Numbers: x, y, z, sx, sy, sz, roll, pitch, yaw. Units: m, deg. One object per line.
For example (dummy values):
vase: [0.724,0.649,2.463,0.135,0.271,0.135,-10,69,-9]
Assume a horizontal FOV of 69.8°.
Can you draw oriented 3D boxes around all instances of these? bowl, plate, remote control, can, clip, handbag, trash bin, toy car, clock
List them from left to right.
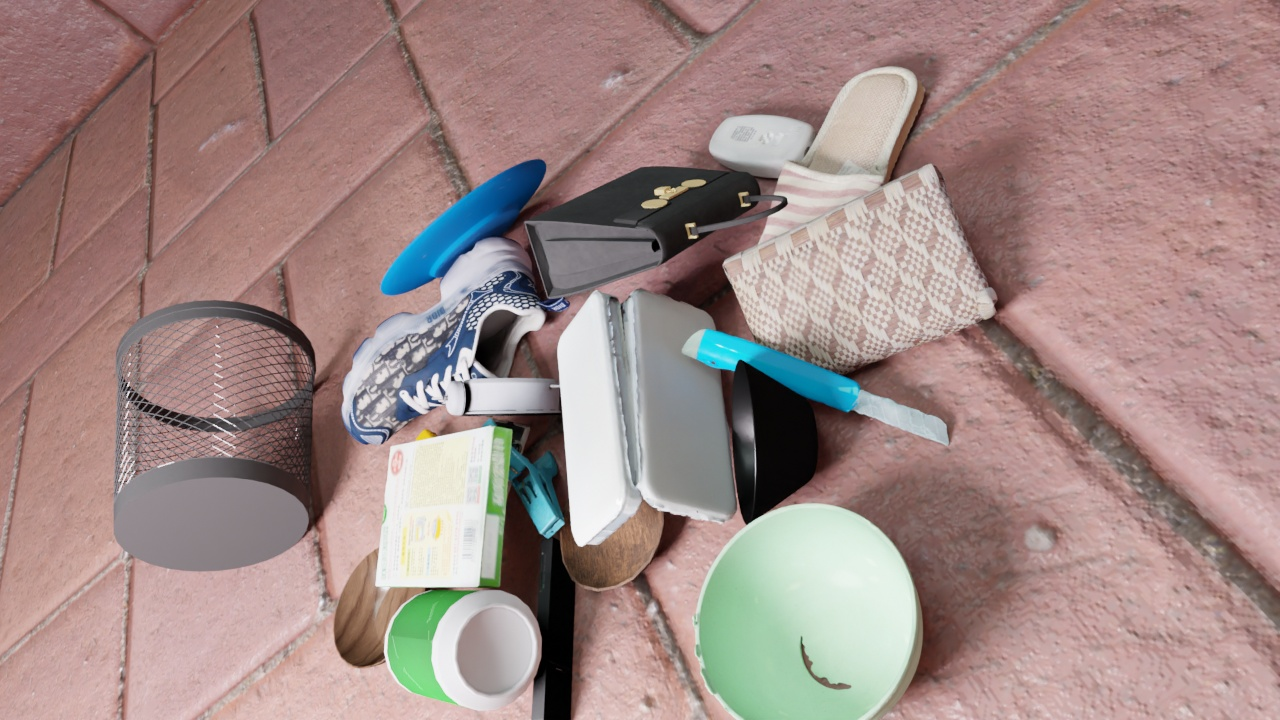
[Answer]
trash bin: [-0.476,0.089,1.033,0.218,0.217,0.227,-32,51,17]
bowl: [-0.237,0.235,0.871,0.119,0.032,0.119,-20,51,27]
can: [-0.145,0.229,0.737,0.140,0.087,0.087,-20,48,54]
plate: [-0.183,-0.135,0.995,0.224,0.024,0.224,-39,1,1]
toy car: [-0.137,0.113,0.870,0.039,0.039,0.113,10,68,14]
clock: [-0.134,0.035,0.864,0.122,0.094,0.035,0,87,-3]
clip: [-0.096,0.103,0.825,0.033,0.120,0.122,-44,76,7]
remote control: [-0.070,0.220,0.748,0.013,0.034,0.149,-20,51,27]
bowl: [-0.019,0.140,0.766,0.102,0.026,0.114,-25,50,22]
handbag: [0.035,-0.123,0.800,0.196,0.072,0.175,0,25,39]
remote control: [0.117,-0.209,0.890,0.114,0.028,0.060,20,76,44]
bowl: [0.102,0.060,0.688,0.052,0.124,0.123,-2,55,-1]
bowl: [0.118,0.176,0.599,0.151,0.077,0.150,-20,51,27]
handbag: [0.166,-0.058,0.714,0.186,0.047,0.124,-24,81,24]

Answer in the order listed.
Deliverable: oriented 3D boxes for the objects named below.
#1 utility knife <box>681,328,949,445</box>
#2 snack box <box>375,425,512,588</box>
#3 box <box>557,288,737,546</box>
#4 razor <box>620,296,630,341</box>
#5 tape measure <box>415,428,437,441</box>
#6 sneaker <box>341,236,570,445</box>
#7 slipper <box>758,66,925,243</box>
utility knife: [0.129,0.018,0.700,0.220,0.015,0.031,23,106,28]
snack box: [-0.175,0.132,0.805,0.168,0.027,0.131,-13,69,44]
box: [-0.003,0.052,0.762,0.105,0.129,0.210,-46,36,46]
razor: [-0.005,0.005,0.840,0.088,0.047,0.116,-37,53,13]
tape measure: [-0.218,0.111,0.939,0.059,0.030,0.068,-52,42,-2]
sneaker: [-0.194,0.001,0.954,0.269,0.103,0.132,-45,51,0]
slipper: [0.169,-0.154,0.798,0.115,0.052,0.262,12,70,43]
